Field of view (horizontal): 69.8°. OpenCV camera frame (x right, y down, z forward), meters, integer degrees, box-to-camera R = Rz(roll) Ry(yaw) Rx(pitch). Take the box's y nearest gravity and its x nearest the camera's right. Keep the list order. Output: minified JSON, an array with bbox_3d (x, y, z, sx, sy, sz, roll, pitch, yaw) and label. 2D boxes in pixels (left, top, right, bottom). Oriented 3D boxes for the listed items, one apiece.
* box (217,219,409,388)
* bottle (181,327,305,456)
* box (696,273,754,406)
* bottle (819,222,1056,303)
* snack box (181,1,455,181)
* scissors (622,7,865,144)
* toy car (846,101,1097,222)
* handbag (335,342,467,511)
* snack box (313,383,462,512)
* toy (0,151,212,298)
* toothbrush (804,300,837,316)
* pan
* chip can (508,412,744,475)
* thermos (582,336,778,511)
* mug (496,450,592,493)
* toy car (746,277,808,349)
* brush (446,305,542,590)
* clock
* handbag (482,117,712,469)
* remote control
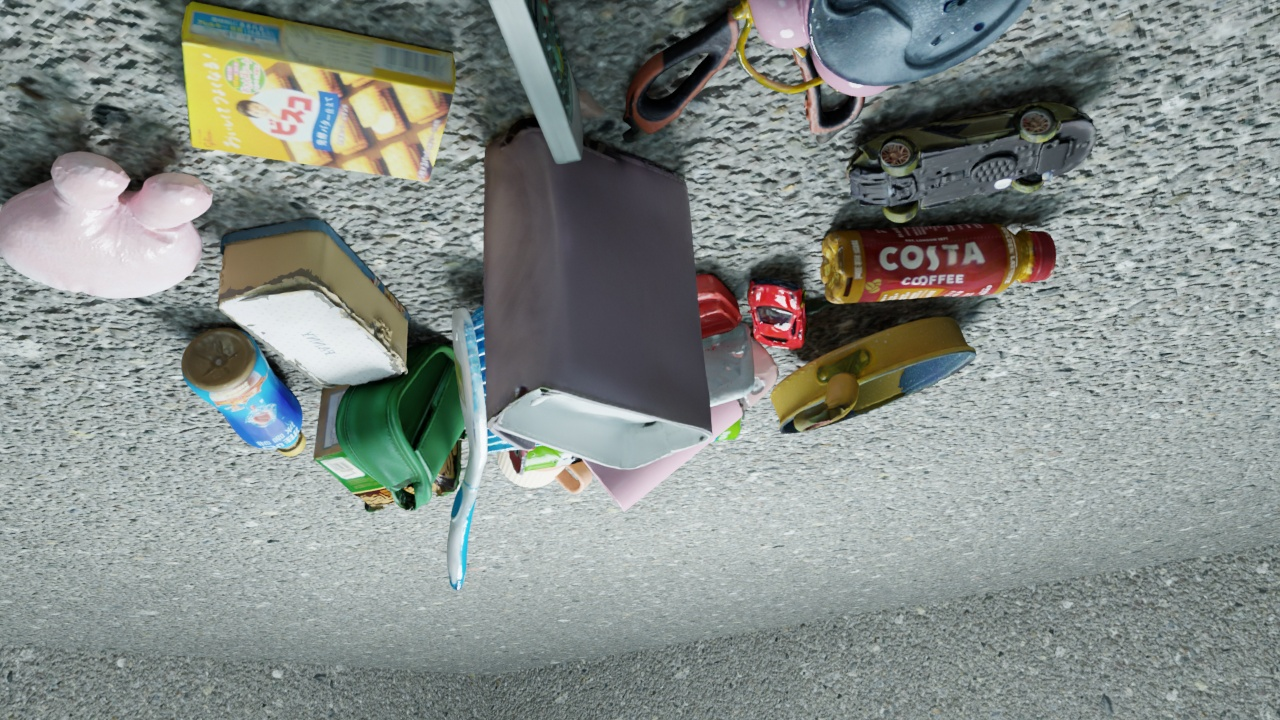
[{"bbox_3d":[-0.252,-0.041,0.717,0.090,0.061,0.184,-8,153,5],"label":"box"},{"bbox_3d":[-0.363,0.042,0.870,0.065,0.065,0.219,-2,156,-5],"label":"bottle"},{"bbox_3d":[-0.004,0.007,0.814,0.202,0.101,0.095,-16,154,23],"label":"box"},{"bbox_3d":[0.234,-0.078,0.723,0.175,0.057,0.057,-4,155,-3],"label":"bottle"},{"bbox_3d":[-0.183,-0.149,0.526,0.140,0.033,0.087,7,152,-20],"label":"snack box"},{"bbox_3d":[0.073,-0.184,0.510,0.188,0.015,0.223,8,149,-29],"label":"scissors"},{"bbox_3d":[0.219,-0.135,0.613,0.158,0.042,0.070,-9,155,11],"label":"toy car"},{"bbox_3d":[-0.205,0.056,0.831,0.068,0.131,0.120,-9,120,22],"label":"handbag"},{"bbox_3d":[-0.254,0.074,0.902,0.118,0.117,0.105,-17,149,21],"label":"snack box"},{"bbox_3d":[-0.345,-0.088,0.603,0.121,0.054,0.160,9,153,-43],"label":"toy"},{"bbox_3d":[0.230,-0.063,0.809,0.186,0.012,0.017,-13,160,17],"label":"toothbrush"},{"bbox_3d":[0.190,0.026,0.810,0.198,0.078,0.356,-27,163,23],"label":"pan"},{"bbox_3d":[-0.014,0.062,0.924,0.235,0.072,0.072,-7,157,-18],"label":"chip can"},{"bbox_3d":[0.036,0.049,0.860,0.198,0.067,0.087,-39,124,-6],"label":"thermos"},{"bbox_3d":[-0.100,0.097,0.988,0.081,0.114,0.106,-43,174,-27],"label":"mug"},{"bbox_3d":[0.119,-0.040,0.803,0.049,0.031,0.106,10,157,16],"label":"toy car"},{"bbox_3d":[-0.133,0.080,0.818,0.109,0.060,0.315,-15,128,-21],"label":"brush"},{"bbox_3d":[0.116,-0.185,0.447,0.117,0.059,0.159,14,140,-40],"label":"clock"},{"bbox_3d":[-0.036,-0.041,0.590,0.099,0.196,0.144,-24,149,35],"label":"handbag"},{"bbox_3d":[-0.053,-0.164,0.486,0.019,0.056,0.135,-9,154,7],"label":"remote control"}]
